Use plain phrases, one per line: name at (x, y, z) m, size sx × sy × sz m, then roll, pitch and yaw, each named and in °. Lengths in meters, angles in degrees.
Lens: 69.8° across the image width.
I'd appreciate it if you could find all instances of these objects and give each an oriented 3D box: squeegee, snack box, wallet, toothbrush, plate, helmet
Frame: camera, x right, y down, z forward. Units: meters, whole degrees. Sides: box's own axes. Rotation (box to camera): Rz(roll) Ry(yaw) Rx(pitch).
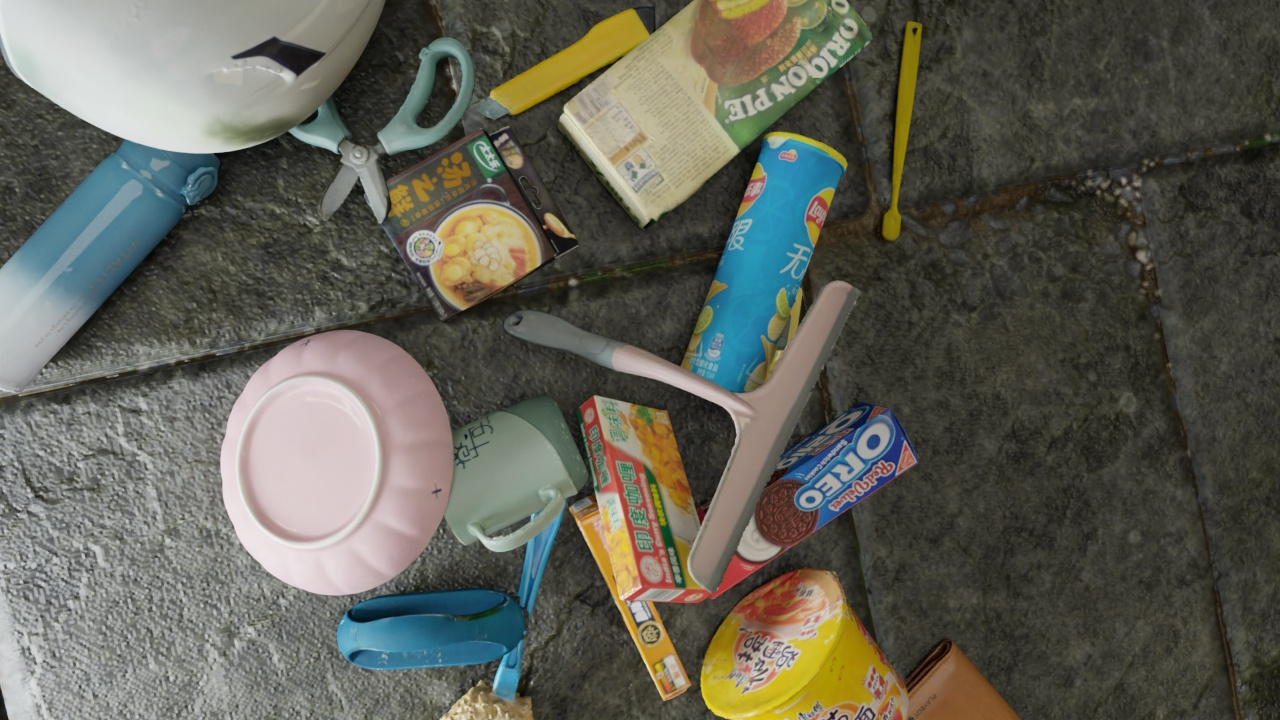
squeegee at (-0.004, 0.004, 0.675) m, size 0.250 × 0.040 × 0.247 m, roll 21°, pitch 72°, yaw 23°
snack box at (0.058, -0.223, 0.734) m, size 0.240 × 0.063 × 0.114 m, roll -42°, pitch 97°, yaw -8°
snack box at (-0.128, -0.108, 0.712) m, size 0.125 × 0.053 × 0.113 m, roll -31°, pitch 95°, yaw -3°
snack box at (0.003, 0.103, 0.688) m, size 0.077 × 0.027 × 0.155 m, roll 14°, pitch 48°, yaw -39°
wallet at (0.272, 0.324, 0.791) m, size 0.107 × 0.031 × 0.132 m, roll -42°, pitch 95°, yaw -9°
snack box at (0.124, 0.110, 0.750) m, size 0.207 × 0.058 × 0.057 m, roll -31°, pitch 98°, yaw -8°
toothbrush at (0.222, -0.196, 0.787) m, size 0.015 × 0.016 × 0.190 m, roll 8°, pitch 88°, yaw -9°
snack box at (-0.009, 0.181, 0.717) m, size 0.026 × 0.075 × 0.154 m, roll -26°, pitch 94°, yaw -8°
plate at (-0.227, 0.072, 0.655) m, size 0.193 × 0.039 × 0.192 m, roll -2°, pitch 84°, yaw 18°
helmet at (-0.255, -0.237, 0.594) m, size 0.157 × 0.231 × 0.273 m, roll 46°, pitch 65°, yaw -12°

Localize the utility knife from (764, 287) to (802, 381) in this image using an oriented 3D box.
utility knife at (0.116, -0.025, 0.772) m, size 0.031 × 0.022 × 0.212 m, roll 11°, pitch 84°, yaw -9°

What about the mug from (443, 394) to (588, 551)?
mug at (-0.095, 0.088, 0.684) m, size 0.106 × 0.111 × 0.082 m, roll -24°, pitch 134°, yaw -5°

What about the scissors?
scissors at (-0.215, -0.190, 0.688) m, size 0.181 × 0.019 × 0.170 m, roll 30°, pitch 80°, yaw 8°

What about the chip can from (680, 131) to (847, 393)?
chip can at (0.096, -0.071, 0.733) m, size 0.071 × 0.071 × 0.210 m, roll 21°, pitch 88°, yaw -9°

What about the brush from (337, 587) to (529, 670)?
brush at (-0.157, 0.199, 0.678) m, size 0.144 × 0.073 × 0.055 m, roll -6°, pitch 78°, yaw 6°

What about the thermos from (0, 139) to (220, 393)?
thermos at (-0.394, -0.078, 0.654) m, size 0.070 × 0.070 × 0.220 m, roll 41°, pitch 84°, yaw -8°

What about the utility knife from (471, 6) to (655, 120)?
utility knife at (-0.058, -0.238, 0.738) m, size 0.170 × 0.015 × 0.033 m, roll -31°, pitch 89°, yaw -7°

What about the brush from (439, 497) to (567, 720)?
brush at (-0.100, 0.222, 0.724) m, size 0.083 × 0.046 × 0.254 m, roll 15°, pitch 84°, yaw -6°

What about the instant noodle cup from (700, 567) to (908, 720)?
instant noodle cup at (0.134, 0.251, 0.718) m, size 0.138 × 0.138 × 0.110 m, roll -45°, pitch 105°, yaw -7°
